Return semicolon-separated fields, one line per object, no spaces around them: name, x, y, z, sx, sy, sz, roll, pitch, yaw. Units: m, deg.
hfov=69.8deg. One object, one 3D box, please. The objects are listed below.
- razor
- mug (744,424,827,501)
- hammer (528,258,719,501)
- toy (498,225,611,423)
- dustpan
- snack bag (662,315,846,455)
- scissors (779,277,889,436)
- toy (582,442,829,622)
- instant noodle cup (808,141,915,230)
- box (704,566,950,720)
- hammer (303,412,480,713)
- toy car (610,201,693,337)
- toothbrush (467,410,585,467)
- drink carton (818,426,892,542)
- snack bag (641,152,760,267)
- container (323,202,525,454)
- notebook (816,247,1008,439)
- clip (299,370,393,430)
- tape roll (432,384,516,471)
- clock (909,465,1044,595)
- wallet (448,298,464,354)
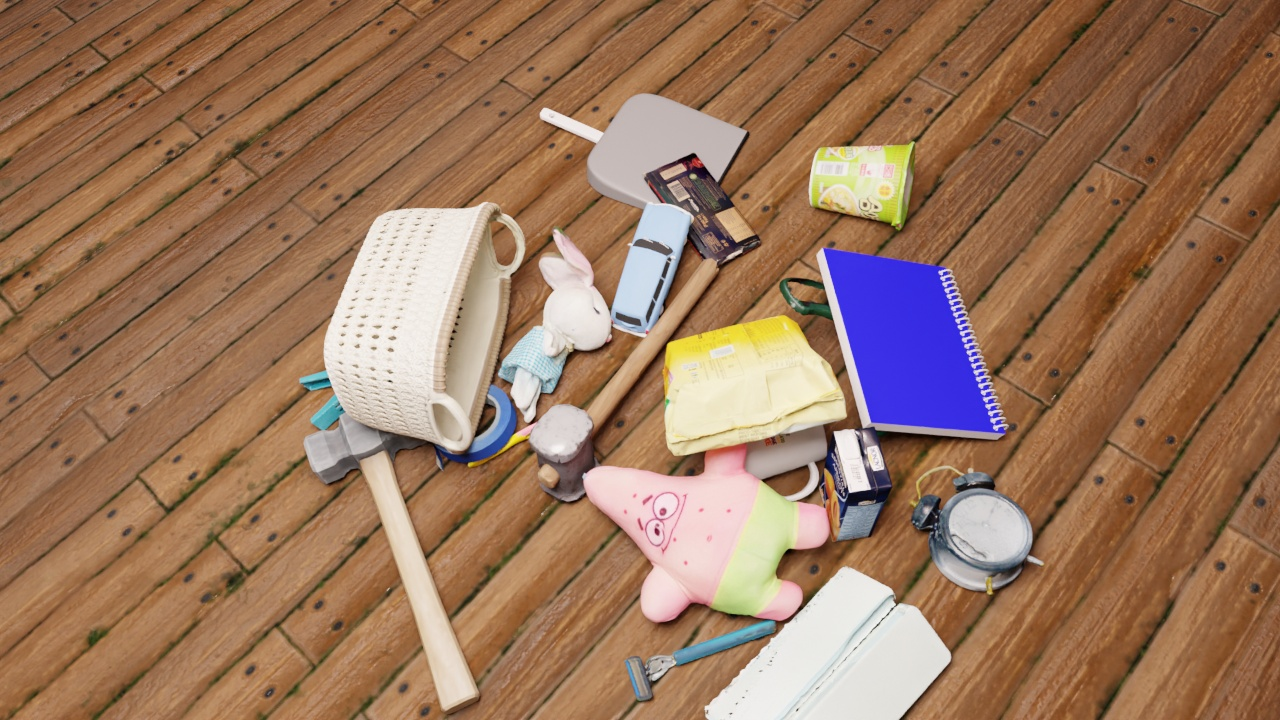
razor;0.058;0.267;0.843;0.144;0.022;0.042;-18;97;-10
mug;0.135;0.090;0.915;0.089;0.073;0.105;-17;85;-5
hammer;-0.006;0.006;0.973;0.052;0.098;0.327;25;58;21
toy;-0.084;-0.028;0.992;0.105;0.131;0.205;18;72;-6
dustpan;-0.013;-0.274;1.165;0.258;0.033;0.162;25;65;9
snack bag;0.096;0.015;0.885;0.159;0.247;0.068;-15;103;4
scissors;0.224;-0.026;0.951;0.204;0.015;0.201;34;48;0
toy;0.049;0.153;0.862;0.237;0.097;0.192;21;85;19
instant noodle cup;0.257;-0.208;1.066;0.108;0.099;0.098;11;61;20
box;0.167;0.285;0.810;0.197;0.075;0.126;-38;43;-20
hammer;-0.230;0.186;0.903;0.117;0.051;0.322;-23;63;-11
toy car;0.010;-0.104;1.026;0.056;0.054;0.153;18;88;15
toothbrush;-0.121;0.079;0.970;0.135;0.021;0.016;-24;63;-6
drink carton;0.198;0.118;0.852;0.040;0.130;0.064;-9;60;-1
snack bag;0.074;-0.180;1.094;0.074;0.018;0.155;-27;69;-16
container;-0.210;-0.039;0.919;0.143;0.185;0.245;6;53;4
notebook;0.281;-0.019;0.950;0.171;0.022;0.208;6;57;-21
clip;-0.318;0.009;1.015;0.127;0.028;0.113;-22;63;7
tape roll;-0.179;0.065;0.974;0.093;0.016;0.091;-21;50;1
clock;0.312;0.156;0.867;0.090;0.052;0.129;-26;56;-10
wallet;-0.229;-0.023;1.035;0.099;0.031;0.119;-9;60;4
